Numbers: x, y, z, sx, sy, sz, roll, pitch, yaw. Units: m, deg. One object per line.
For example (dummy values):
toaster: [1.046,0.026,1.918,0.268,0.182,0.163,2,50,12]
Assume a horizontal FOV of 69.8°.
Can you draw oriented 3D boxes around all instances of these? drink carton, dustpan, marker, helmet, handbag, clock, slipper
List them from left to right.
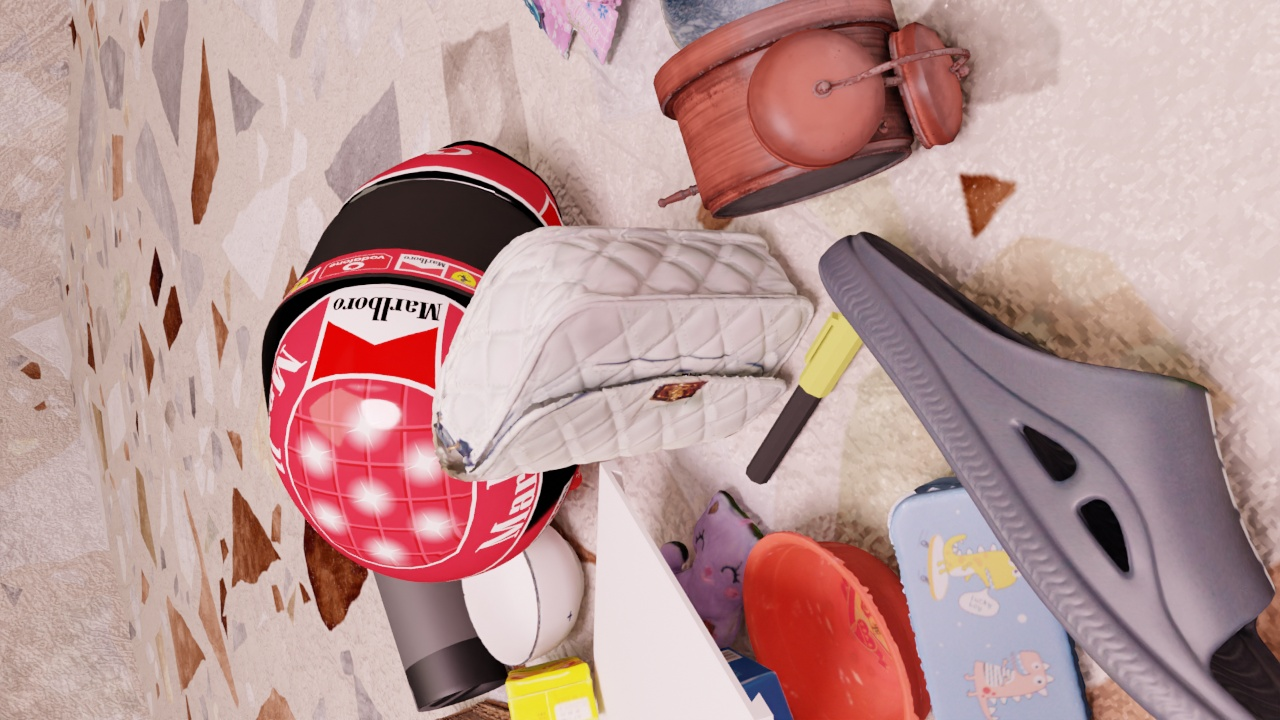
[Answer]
helmet: [-0.132,0.014,0.592,0.198,0.224,0.271,3,116,6]
drink carton: [-0.065,0.241,0.657,0.135,0.058,0.043,113,145,-72]
handbag: [-0.003,0.003,0.487,0.072,0.194,0.139,55,131,30]
dustpan: [0.030,0.213,0.533,0.191,0.053,0.258,-128,35,-53]
marker: [0.089,0.023,0.513,0.021,0.017,0.124,24,125,-3]
clock: [0.079,-0.119,0.430,0.158,0.120,0.072,-15,91,59]
slipper: [0.174,0.026,0.359,0.083,0.110,0.268,-49,52,24]

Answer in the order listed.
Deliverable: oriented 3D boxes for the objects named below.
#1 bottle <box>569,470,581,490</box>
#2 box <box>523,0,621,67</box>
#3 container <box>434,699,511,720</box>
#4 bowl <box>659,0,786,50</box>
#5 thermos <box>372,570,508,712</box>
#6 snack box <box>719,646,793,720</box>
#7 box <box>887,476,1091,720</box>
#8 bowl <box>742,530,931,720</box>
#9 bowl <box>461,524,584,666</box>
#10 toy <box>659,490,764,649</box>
bottle: [-0.085,0.102,0.725,0.119,0.036,0.036,-24,76,49]
box: [-0.075,-0.311,0.630,0.230,0.035,0.160,60,150,25]
container: [-0.119,0.359,0.744,0.199,0.112,0.113,-14,84,52]
bowl: [0.062,-0.209,0.486,0.110,0.055,0.110,10,103,49]
thermos: [-0.201,0.194,0.843,0.082,0.082,0.240,-48,59,43]
snack box: [0.075,0.244,0.511,0.088,0.033,0.154,142,108,-76]
box: [0.160,0.157,0.404,0.068,0.058,0.210,-14,90,49]
bowl: [0.108,0.145,0.476,0.130,0.045,0.131,40,138,49]
bowl: [-0.086,0.173,0.715,0.114,0.063,0.113,9,102,49]
toy: [0.044,0.130,0.572,0.080,0.036,0.100,45,129,38]
